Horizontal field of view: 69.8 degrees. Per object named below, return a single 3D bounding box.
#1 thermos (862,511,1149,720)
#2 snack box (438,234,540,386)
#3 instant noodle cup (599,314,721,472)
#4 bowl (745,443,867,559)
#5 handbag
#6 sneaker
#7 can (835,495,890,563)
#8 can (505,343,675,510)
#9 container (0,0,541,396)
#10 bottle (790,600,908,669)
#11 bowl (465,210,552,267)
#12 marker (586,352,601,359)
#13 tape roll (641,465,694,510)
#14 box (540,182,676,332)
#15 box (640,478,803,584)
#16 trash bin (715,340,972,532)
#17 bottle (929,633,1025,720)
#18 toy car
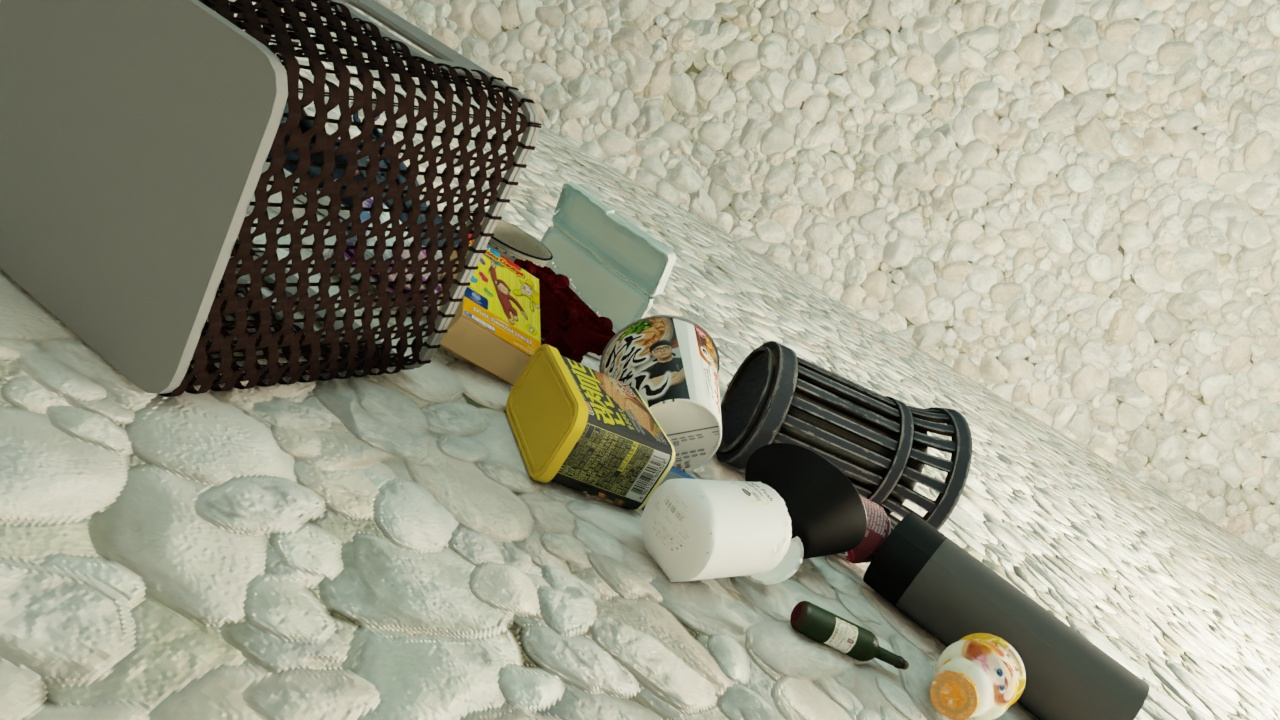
[{"bbox_3d":[0.324,0.244,0.837,0.240,0.082,0.082,37,17,23],"label":"thermos"},{"bbox_3d":[-0.143,-0.049,0.874,0.088,0.040,0.125,32,31,-31],"label":"snack box"},{"bbox_3d":[0.026,0.039,0.886,0.123,0.124,0.121,25,26,-20],"label":"instant noodle cup"},{"bbox_3d":[0.134,0.140,0.821,0.124,0.124,0.052,35,49,17],"label":"bowl"},{"bbox_3d":[-0.220,-0.085,0.918,0.170,0.068,0.144,34,15,-13],"label":"handbag"},{"bbox_3d":[-0.290,-0.206,1.037,0.294,0.127,0.120,32,17,-2],"label":"sneaker"},{"bbox_3d":[0.184,0.151,0.904,0.114,0.063,0.063,28,16,-8],"label":"can"},{"bbox_3d":[-0.043,0.057,0.770,0.101,0.073,0.130,25,16,-29],"label":"can"},{"bbox_3d":[-0.268,-0.136,0.642,0.247,0.246,0.243,35,20,15],"label":"container"},{"bbox_3d":[0.168,0.222,0.727,0.106,0.025,0.025,27,16,-11],"label":"bottle"},{"bbox_3d":[-0.173,-0.129,1.128,0.115,0.059,0.115,28,16,-9],"label":"bowl"},{"bbox_3d":[-0.006,0.006,1.086,0.141,0.020,0.020,23,17,-25],"label":"marker"},{"bbox_3d":[0.031,0.121,0.805,0.091,0.016,0.093,28,16,-10],"label":"tape roll"},{"bbox_3d":[-0.053,-0.135,1.222,0.197,0.136,0.043,38,23,25],"label":"box"},{"bbox_3d":[0.075,0.137,0.731,0.160,0.092,0.081,6,25,-40],"label":"box"},{"bbox_3d":[0.208,0.085,0.988,0.227,0.164,0.164,24,17,-11],"label":"trash bin"},{"bbox_3d":[0.265,0.255,0.730,0.063,0.063,0.108,40,18,31],"label":"bottle"},{"bbox_3d":[-0.091,-0.048,1.021,0.070,0.062,0.170,15,22,-44],"label":"toy car"}]
